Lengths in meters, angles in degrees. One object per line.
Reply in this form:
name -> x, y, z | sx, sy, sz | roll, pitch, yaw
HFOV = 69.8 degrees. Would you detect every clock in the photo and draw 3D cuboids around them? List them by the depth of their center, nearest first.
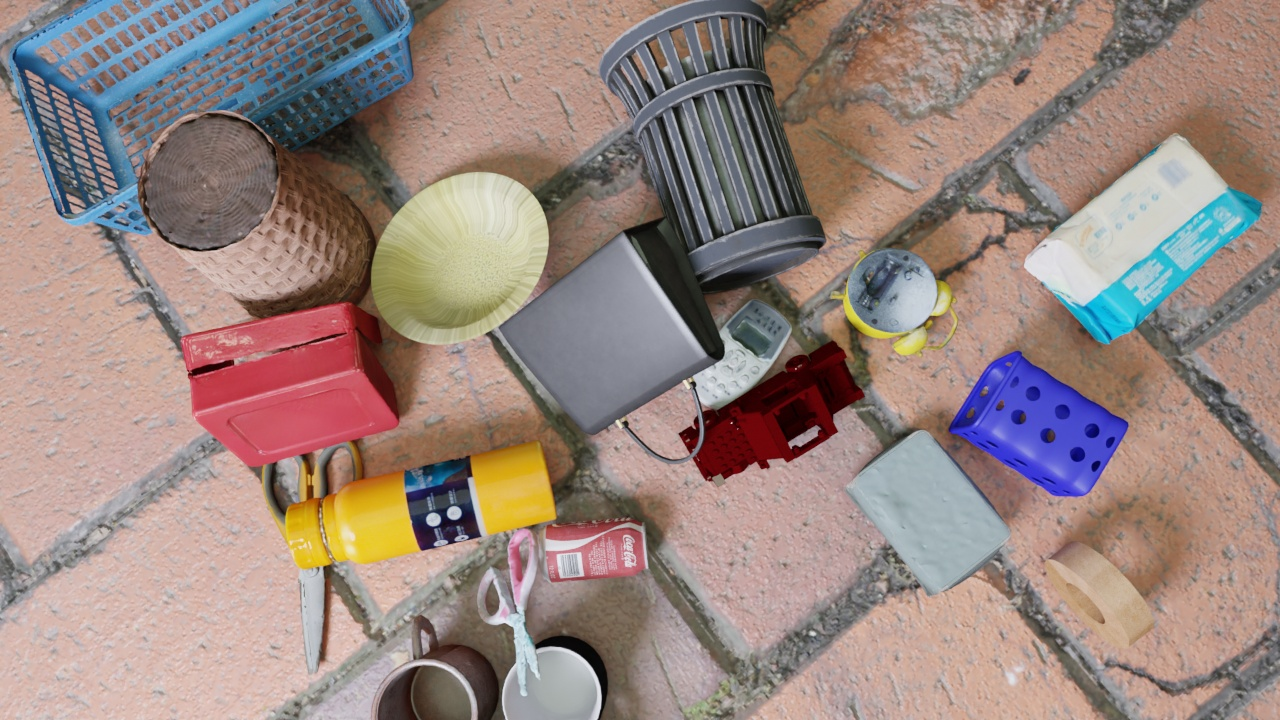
clock -> 0.246, -0.055, 0.872 | 0.119, 0.057, 0.083 | 33, 83, 7

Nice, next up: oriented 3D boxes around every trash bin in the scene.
trash bin -> -0.345, -0.120, 0.832 | 0.151, 0.210, 0.151 | -1, 81, 3
trash bin -> 0.073, -0.189, 0.854 | 0.164, 0.164, 0.227 | -17, 84, -1

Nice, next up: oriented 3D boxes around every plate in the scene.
plate -> -0.170, -0.094, 0.894 | 0.184, 0.036, 0.184 | -6, 67, 15

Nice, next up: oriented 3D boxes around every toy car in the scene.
toy car -> 0.126, 0.054, 0.846 | 0.170, 0.062, 0.070 | -31, 113, -3

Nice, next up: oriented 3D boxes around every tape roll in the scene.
tape roll -> 0.400, 0.205, 0.804 | 0.027, 0.094, 0.094 | -36, 81, -4

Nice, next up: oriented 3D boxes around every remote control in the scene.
remote control -> 0.095, -0.004, 0.885 | 0.060, 0.028, 0.114 | 40, 84, 8

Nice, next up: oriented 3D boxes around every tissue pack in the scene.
tissue pack -> 0.476, -0.119, 0.869 | 0.209, 0.066, 0.117 | -39, 80, -5

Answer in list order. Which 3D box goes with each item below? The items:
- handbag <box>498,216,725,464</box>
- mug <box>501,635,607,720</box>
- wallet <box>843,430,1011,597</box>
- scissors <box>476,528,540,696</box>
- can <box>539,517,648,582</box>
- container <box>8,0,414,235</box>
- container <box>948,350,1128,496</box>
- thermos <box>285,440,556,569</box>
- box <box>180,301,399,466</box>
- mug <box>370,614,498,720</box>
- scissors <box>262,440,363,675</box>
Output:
handbag -> -0.005, 0.005, 0.829 | 0.176, 0.072, 0.195 | -32, 88, 37
mug -> -0.061, 0.304, 0.807 | 0.085, 0.094, 0.121 | -36, 81, -3
wallet -> 0.261, 0.138, 0.843 | 0.100, 0.054, 0.131 | -33, 79, -12
scissors -> -0.114, 0.231, 0.798 | 0.016, 0.178, 0.101 | 29, 114, -29
can -> -0.042, 0.175, 0.849 | 0.096, 0.054, 0.054 | -6, 80, 2
container -> -0.407, -0.288, 0.900 | 0.362, 0.089, 0.257 | -31, 65, -3
container -> 0.360, 0.060, 0.835 | 0.113, 0.085, 0.084 | 33, 84, 6
thermos -> -0.197, 0.138, 0.843 | 0.232, 0.091, 0.076 | -13, 66, -8
box -> -0.317, 0.022, 0.844 | 0.157, 0.137, 0.126 | -13, 81, -3
mug -> -0.181, 0.286, 0.811 | 0.096, 0.110, 0.123 | -10, 80, -5
scissors -> -0.324, 0.184, 0.878 | 0.114, 0.016, 0.228 | 2, 80, 3
